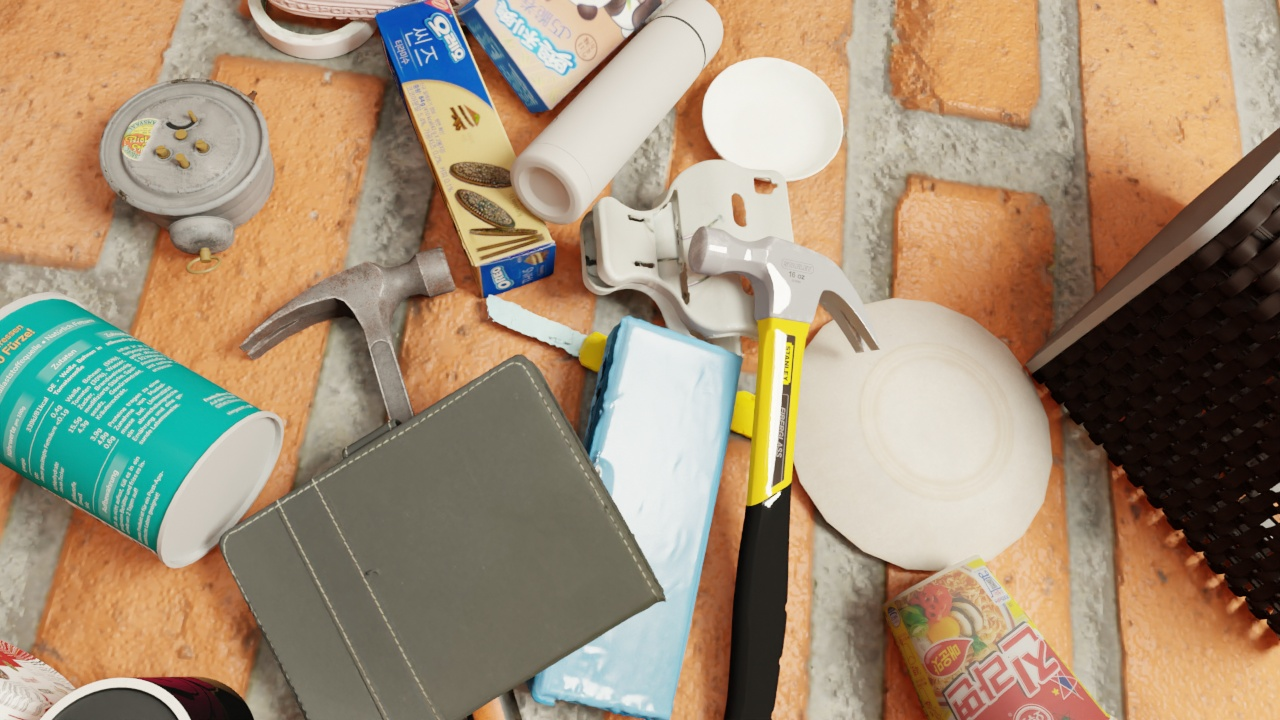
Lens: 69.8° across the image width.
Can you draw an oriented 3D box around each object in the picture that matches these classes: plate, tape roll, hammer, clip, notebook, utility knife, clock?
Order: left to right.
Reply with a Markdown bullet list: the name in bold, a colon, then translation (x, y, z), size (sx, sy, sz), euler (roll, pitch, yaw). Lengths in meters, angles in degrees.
- **clock**: translation (-0.292, -0.121, 0.602), size (0.104, 0.056, 0.147), euler (-11, 71, -9)
- **tape roll**: translation (-0.239, -0.266, 0.677), size (0.094, 0.018, 0.093), euler (2, 72, -5)
- **hammer**: translation (-0.143, 0.088, 0.561), size (0.137, 0.035, 0.314), euler (-18, 75, -10)
- **notebook**: translation (-0.116, 0.113, 0.516), size (0.209, 0.029, 0.169), euler (-31, 78, -1)
- **utility knife**: translation (-0.004, 0.004, 0.611), size (0.217, 0.019, 0.030), euler (25, 65, -3)
- **clip**: translation (0.029, -0.065, 0.619), size (0.152, 0.099, 0.126), euler (-3, 71, -9)
- **hammer**: translation (0.077, 0.086, 0.554), size (0.127, 0.029, 0.323), euler (8, 83, -19)
- **plate**: translation (0.095, -0.172, 0.676), size (0.104, 0.026, 0.104), euler (2, 71, -6)
- **plate**: translation (0.190, 0.043, 0.609), size (0.188, 0.027, 0.188), euler (3, 71, -8)

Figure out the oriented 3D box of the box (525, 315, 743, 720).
- **box**: translation (-0.003, 0.095, 0.567), size (0.093, 0.054, 0.231), euler (17, 74, -19)

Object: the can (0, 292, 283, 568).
- **can**: translation (-0.297, 0.039, 0.525), size (0.144, 0.099, 0.099), euler (29, 71, 4)

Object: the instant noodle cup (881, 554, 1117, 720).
- **instant noodle cup**: translation (0.199, 0.180, 0.538), size (0.100, 0.100, 0.112), euler (-22, 68, -13)

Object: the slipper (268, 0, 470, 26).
- **slipper**: translation (-0.153, -0.295, 0.659), size (0.239, 0.065, 0.094), euler (-10, 73, -19)

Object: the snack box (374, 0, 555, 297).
- **snack box**: translation (-0.122, -0.148, 0.629), size (0.057, 0.056, 0.206), euler (-21, 75, -12)

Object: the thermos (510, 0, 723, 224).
- **thermos**: translation (-0.008, -0.179, 0.627), size (0.052, 0.052, 0.223), euler (31, 55, 5)

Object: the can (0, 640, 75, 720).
- **can**: translation (-0.365, 0.208, 0.468), size (0.086, 0.087, 0.116), euler (31, 72, 4)

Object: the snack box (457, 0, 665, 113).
- **snack box**: translation (-0.048, -0.261, 0.664), size (0.151, 0.034, 0.087), euler (-48, 120, -18)

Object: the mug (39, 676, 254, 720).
- **mug**: translation (-0.236, 0.205, 0.477), size (0.118, 0.098, 0.081), euler (-5, 72, -8)

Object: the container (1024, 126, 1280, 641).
- **container**: translation (0.431, -0.009, 0.547), size (0.247, 0.246, 0.243), euler (-39, 76, -17)
